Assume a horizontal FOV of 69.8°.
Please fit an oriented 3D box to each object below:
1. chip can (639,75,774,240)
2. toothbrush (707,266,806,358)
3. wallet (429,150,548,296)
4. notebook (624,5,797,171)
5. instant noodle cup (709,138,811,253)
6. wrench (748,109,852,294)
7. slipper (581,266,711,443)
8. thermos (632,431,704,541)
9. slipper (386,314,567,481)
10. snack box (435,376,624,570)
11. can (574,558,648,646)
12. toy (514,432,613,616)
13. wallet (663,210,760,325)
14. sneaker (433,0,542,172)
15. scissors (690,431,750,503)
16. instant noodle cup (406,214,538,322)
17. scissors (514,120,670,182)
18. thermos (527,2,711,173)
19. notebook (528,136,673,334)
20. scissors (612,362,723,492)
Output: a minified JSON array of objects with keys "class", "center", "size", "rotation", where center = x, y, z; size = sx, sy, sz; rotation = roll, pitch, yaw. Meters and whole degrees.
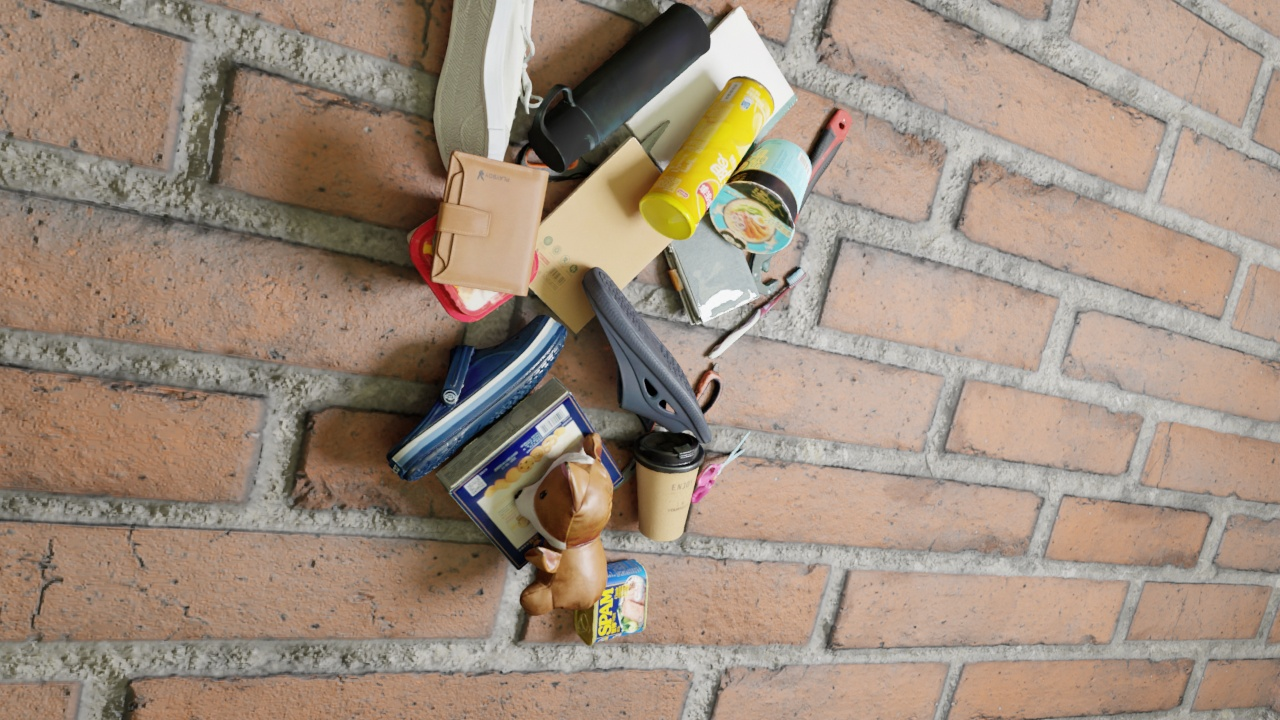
[{"class":"chip can","center":[0.081,-0.243,1.089],"size":[0.072,0.072,0.213],"rotation":[46,64,-29]},{"class":"toothbrush","center":[0.159,-0.065,1.254],"size":[0.187,0.016,0.017],"rotation":[-41,110,-13]},{"class":"wallet","center":[-0.152,-0.136,0.920],"size":[0.107,0.031,0.132],"rotation":[8,98,-30]},{"class":"notebook","center":[0.094,-0.315,1.156],"size":[0.209,0.012,0.150],"rotation":[-47,121,-8]},{"class":"instant noodle cup","center":[0.158,-0.214,1.155],"size":[0.111,0.111,0.120],"rotation":[52,50,-28]},{"class":"wrench","center":[0.216,-0.216,1.243],"size":[0.056,0.016,0.273],"rotation":[26,90,-30]},{"class":"slipper","center":[-0.007,0.007,1.131],"size":[0.083,0.110,0.268],"rotation":[-33,115,9]},{"class":"thermos","center":[0.033,0.161,1.195],"size":[0.093,0.093,0.143],"rotation":[-9,118,-26]},{"class":"slipper","center":[-0.195,0.032,1.054],"size":[0.252,0.105,0.095],"rotation":[-43,90,-19]},{"class":"snack box","center":[-0.128,0.140,1.115],"size":[0.177,0.046,0.182],"rotation":[-40,134,-13]},{"class":"can","center":[-0.039,0.321,1.230],"size":[0.083,0.057,0.102],"rotation":[-5,106,-29]},{"class":"toy","center":[-0.088,0.191,1.076],"size":[0.130,0.140,0.200],"rotation":[15,110,1]},{"class":"wallet","center":[0.086,-0.122,1.185],"size":[0.106,0.037,0.130],"rotation":[-25,100,-17]},{"class":"sneaker","center":[-0.158,-0.304,0.992],"size":[0.090,0.089,0.242],"rotation":[-21,127,-54]},{"class":"scissors","center":[0.107,0.151,1.259],"size":[0.133,0.017,0.135],"rotation":[-25,149,-51]},{"class":"instant noodle cup","center":[-0.190,-0.117,0.994],"size":[0.116,0.124,0.116],"rotation":[-38,116,-15]},{"class":"scissors","center":[-0.051,-0.205,1.102],"size":[0.220,0.022,0.232],"rotation":[19,96,-30]},{"class":"thermos","center":[-0.024,-0.317,1.039],"size":[0.242,0.068,0.090],"rotation":[-45,151,-19]},{"class":"notebook","center":[-0.045,-0.146,1.097],"size":[0.207,0.008,0.148],"rotation":[-44,130,0]},{"class":"scissors","center":[0.033,0.088,1.230],"size":[0.188,0.015,0.223],"rotation":[-16,111,-23]}]
